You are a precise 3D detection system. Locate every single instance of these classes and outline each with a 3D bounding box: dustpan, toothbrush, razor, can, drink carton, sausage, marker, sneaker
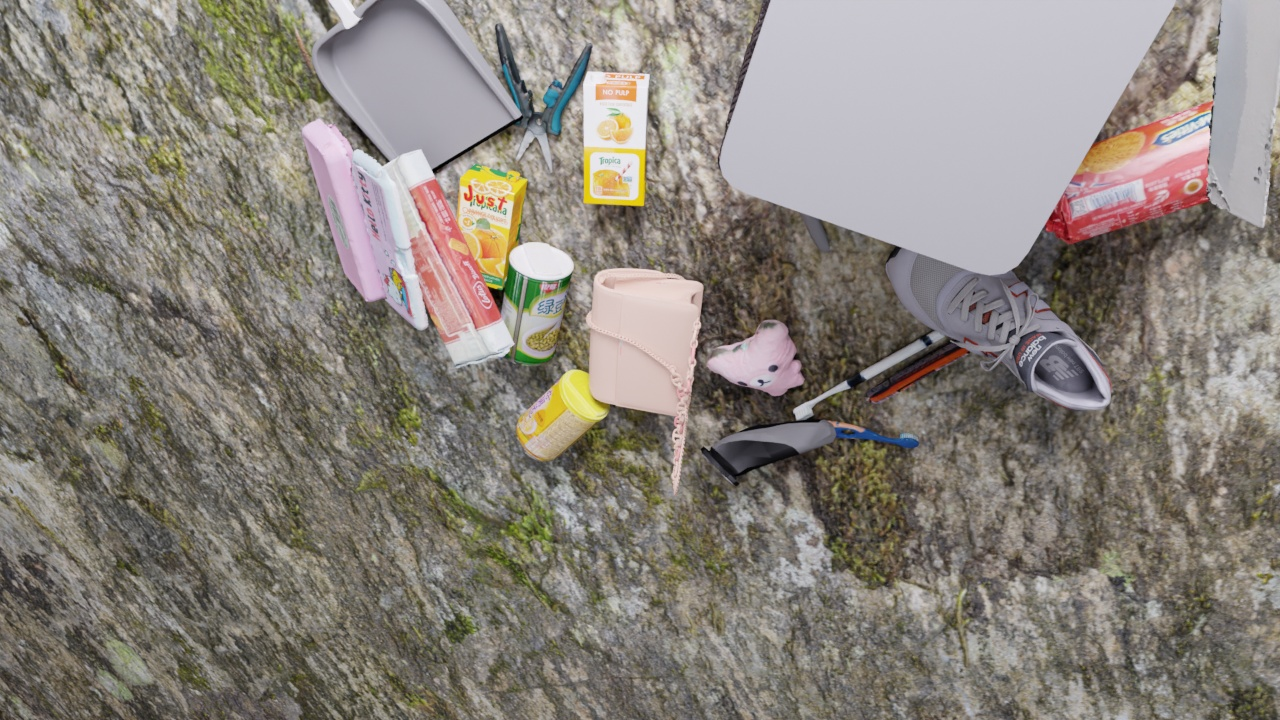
[{"bbox_3d":[-0.249,-0.302,0.874,0.164,0.033,0.257,-20,115,33],"label":"dustpan"},{"bbox_3d":[0.238,0.018,0.968,0.187,0.017,0.012,-34,139,31],"label":"toothbrush"},{"bbox_3d":[0.237,0.080,1.012,0.135,0.017,0.022,7,120,15],"label":"toothbrush"},{"bbox_3d":[0.144,0.095,1.021,0.156,0.060,0.057,-27,128,26],"label":"razor"},{"bbox_3d":[-0.090,0.064,1.062,0.067,0.067,0.105,40,124,-12],"label":"can"},{"bbox_3d":[-0.023,-0.212,0.869,0.058,0.040,0.123,3,124,1],"label":"drink carton"},{"bbox_3d":[-0.114,-0.060,0.986,0.067,0.067,0.121,18,126,4],"label":"can"},{"bbox_3d":[0.294,0.006,0.943,0.156,0.020,0.020,-35,108,32],"label":"sausage"},{"bbox_3d":[0.149,-0.161,0.877,0.022,0.016,0.139,4,131,52],"label":"marker"},{"bbox_3d":[-0.159,-0.142,0.961,0.058,0.041,0.123,17,125,4],"label":"drink carton"},{"bbox_3d":[0.338,-0.029,0.832,0.239,0.124,0.089,32,107,-10],"label":"sneaker"}]

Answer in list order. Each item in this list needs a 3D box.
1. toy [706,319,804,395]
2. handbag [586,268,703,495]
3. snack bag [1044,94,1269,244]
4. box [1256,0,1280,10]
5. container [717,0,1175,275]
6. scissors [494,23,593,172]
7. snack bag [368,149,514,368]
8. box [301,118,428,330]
[{"bbox_3d":[0.132,0.004,0.970,0.099,0.052,0.096,-30,123,33],"label":"toy"},{"bbox_3d":[-0.005,0.006,0.924,0.116,0.186,0.199,8,129,2],"label":"handbag"},{"bbox_3d":[0.421,-0.154,0.765,0.177,0.082,0.082,-18,116,26],"label":"snack bag"},{"bbox_3d":[0.591,-0.295,0.652,0.165,0.445,0.167,-9,120,10],"label":"box"},{"bbox_3d":[0.206,-0.237,0.668,0.245,0.242,0.248,20,126,3],"label":"container"},{"bbox_3d":[-0.104,-0.259,0.881,0.118,0.019,0.149,35,127,-9],"label":"scissors"},{"bbox_3d":[-0.208,-0.102,0.953,0.078,0.041,0.225,-14,107,41],"label":"snack bag"},{"bbox_3d":[-0.283,-0.133,0.944,0.153,0.041,0.202,43,149,34],"label":"box"}]
